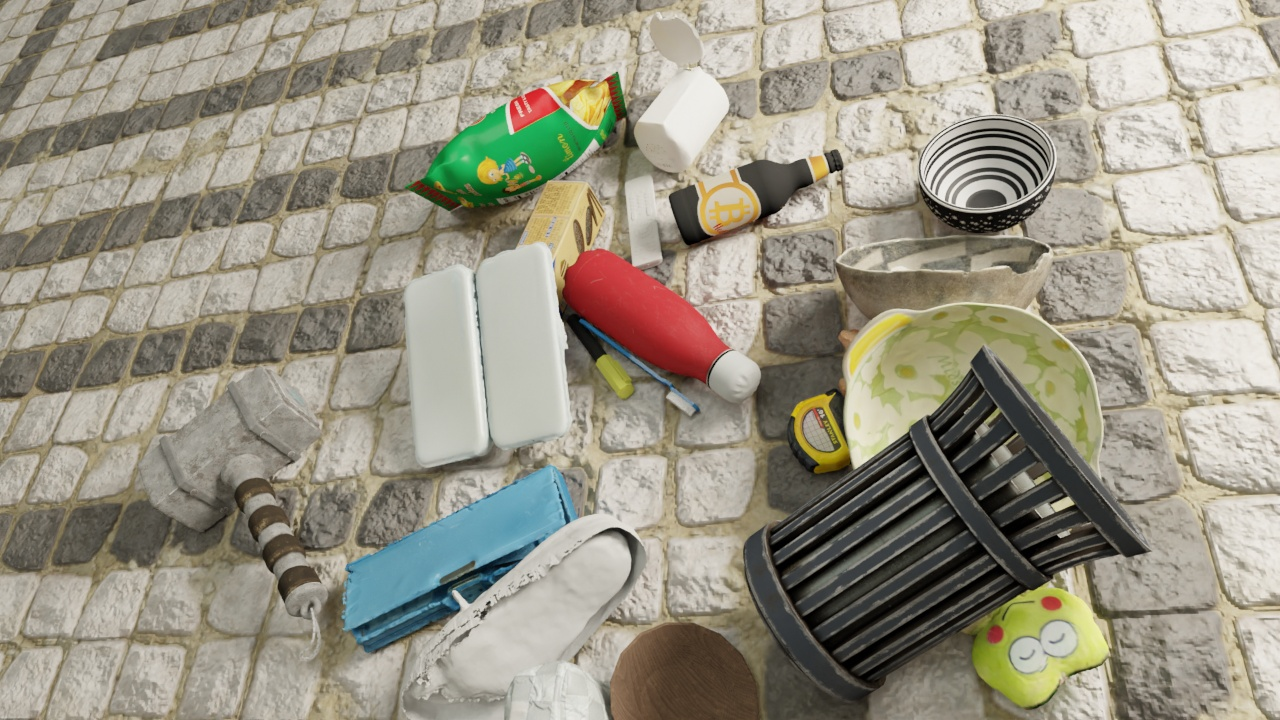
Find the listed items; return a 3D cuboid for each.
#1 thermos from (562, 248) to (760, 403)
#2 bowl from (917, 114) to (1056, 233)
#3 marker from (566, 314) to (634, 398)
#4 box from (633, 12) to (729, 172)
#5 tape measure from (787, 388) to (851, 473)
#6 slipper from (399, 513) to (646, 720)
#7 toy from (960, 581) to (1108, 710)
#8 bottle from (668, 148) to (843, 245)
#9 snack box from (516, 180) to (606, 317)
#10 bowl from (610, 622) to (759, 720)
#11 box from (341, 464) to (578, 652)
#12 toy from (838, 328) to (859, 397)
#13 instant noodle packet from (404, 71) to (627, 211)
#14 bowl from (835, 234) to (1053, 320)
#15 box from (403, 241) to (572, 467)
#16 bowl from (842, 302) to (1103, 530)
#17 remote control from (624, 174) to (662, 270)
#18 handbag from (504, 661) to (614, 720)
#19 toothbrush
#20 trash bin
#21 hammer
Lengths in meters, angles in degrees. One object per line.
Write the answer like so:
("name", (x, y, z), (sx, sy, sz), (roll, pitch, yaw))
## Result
("thermos", (0.021, -0.032, 0.902), (0.073, 0.073, 0.240), (-46, 55, -11))
("bowl", (0.327, -0.166, 0.870), (0.120, 0.066, 0.120), (-10, 55, 15))
("marker", (-0.043, -0.008, 0.945), (0.124, 0.017, 0.021), (52, 130, 39))
("box", (0.031, -0.295, 1.023), (0.080, 0.150, 0.106), (16, 63, 42))
("tape measure", (0.161, 0.065, 0.804), (0.064, 0.037, 0.065), (-29, 66, -5))
("slipper", (-0.103, 0.221, 0.787), (0.246, 0.074, 0.112), (-42, 91, -4))
("toy", (0.276, 0.191, 0.673), (0.092, 0.046, 0.115), (-35, 44, 3))
("bottle", (0.123, -0.179, 0.966), (0.182, 0.059, 0.059), (-20, 53, 9))
("snack box", (-0.104, -0.101, 1.010), (0.056, 0.057, 0.206), (7, 63, 27))
("bowl", (0.032, 0.265, 0.713), (0.118, 0.030, 0.117), (6, 55, -9))
("box", (-0.171, 0.179, 0.855), (0.231, 0.052, 0.093), (-26, 52, 4))
("toy", (0.223, 0.008, 0.794), (0.106, 0.085, 0.074), (8, 83, 16))
("instant noodle packet", (-0.132, -0.243, 1.049), (0.253, 0.195, 0.090), (-28, 91, 3))
("bowl", (0.261, -0.058, 0.798), (0.178, 0.081, 0.178), (-4, 16, 1))
("box", (-0.160, -0.005, 0.933), (0.189, 0.037, 0.208), (-14, 75, 28))
("bowl", (0.258, 0.046, 0.730), (0.219, 0.060, 0.189), (42, 104, 4))
("remote control", (0.003, -0.156, 1.027), (0.033, 0.012, 0.130), (-16, 54, 14))
("handbag", (-0.077, 0.321, 0.690), (0.123, 0.112, 0.171), (-13, 54, 23))
("toothbrush", (-0.005, 0.005, 0.913), (0.167, 0.016, 0.014), (36, 84, 29))
("trash bin", (0.199, 0.124, 0.646), (0.228, 0.164, 0.164), (-40, 50, 19))
("hammer", (-0.380, 0.160, 0.933), (0.177, 0.079, 0.326), (-40, 53, -7))
